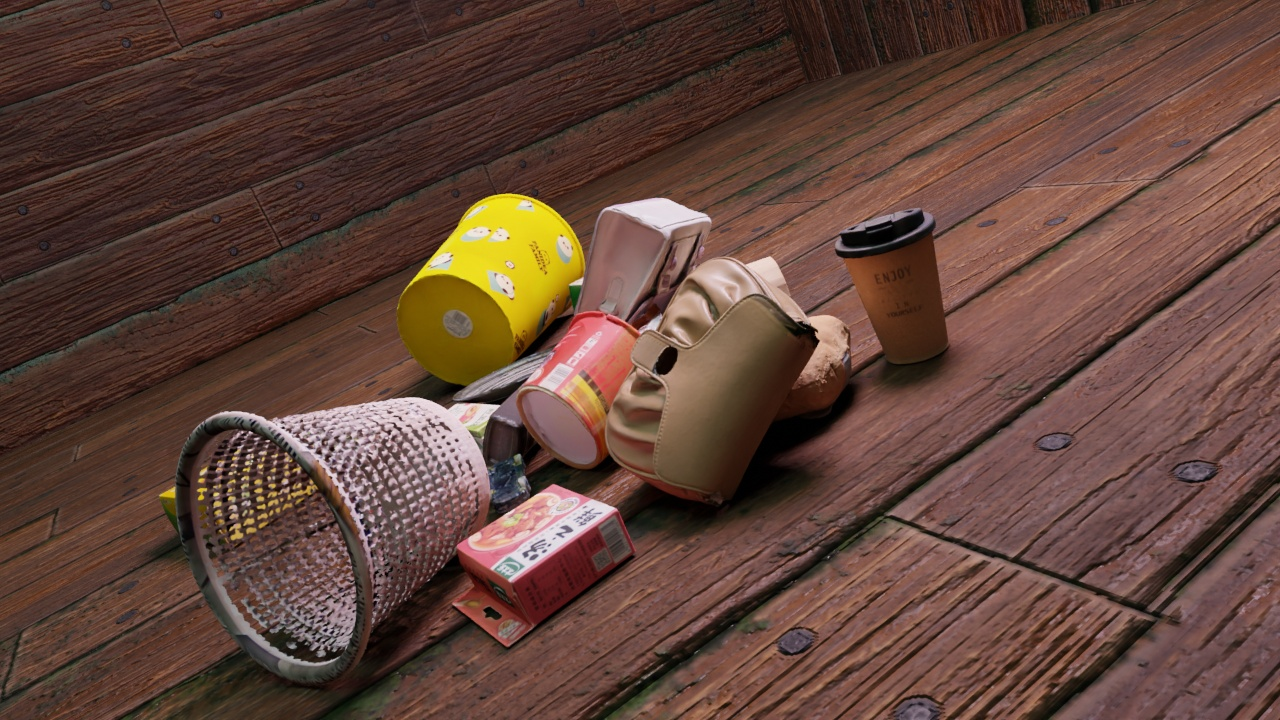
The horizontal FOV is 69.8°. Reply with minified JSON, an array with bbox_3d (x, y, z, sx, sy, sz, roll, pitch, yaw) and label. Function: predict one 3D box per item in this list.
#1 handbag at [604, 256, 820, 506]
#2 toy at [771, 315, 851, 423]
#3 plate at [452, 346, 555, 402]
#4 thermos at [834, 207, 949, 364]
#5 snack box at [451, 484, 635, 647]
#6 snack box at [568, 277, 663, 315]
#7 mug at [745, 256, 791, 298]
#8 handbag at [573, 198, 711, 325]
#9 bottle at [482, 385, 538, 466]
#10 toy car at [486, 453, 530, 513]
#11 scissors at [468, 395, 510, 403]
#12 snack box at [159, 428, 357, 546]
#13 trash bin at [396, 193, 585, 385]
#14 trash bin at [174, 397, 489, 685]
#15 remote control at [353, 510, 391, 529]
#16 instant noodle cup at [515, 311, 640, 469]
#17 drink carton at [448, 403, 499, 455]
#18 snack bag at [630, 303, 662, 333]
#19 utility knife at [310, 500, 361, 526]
[{"bbox_3d":[0.054,0.016,0.775,0.148,0.099,0.204,33,95,50],"label":"handbag"},{"bbox_3d":[0.097,0.019,0.890,0.227,0.082,0.143,-12,19,41],"label":"toy"},{"bbox_3d":[-0.155,0.022,1.181,0.179,0.024,0.179,-22,10,4],"label":"plate"},{"bbox_3d":[0.242,-0.073,0.863,0.093,0.143,0.093,-19,18,6],"label":"thermos"},{"bbox_3d":[-0.087,0.159,0.739,0.126,0.044,0.113,-32,20,-27],"label":"snack box"},{"bbox_3d":[-0.033,-0.075,1.256,0.118,0.105,0.118,-30,19,-28],"label":"snack box"},{"bbox_3d":[0.121,-0.066,1.118,0.103,0.084,0.125,-21,-9,-1],"label":"mug"},{"bbox_3d":[0.007,-0.111,1.093,0.098,0.145,0.196,28,21,12],"label":"handbag"},{"bbox_3d":[-0.114,0.051,1.034,0.044,0.080,0.194,19,28,11],"label":"bottle"},{"bbox_3d":[-0.130,0.124,0.909,0.043,0.034,0.090,-21,20,-6],"label":"toy car"},{"bbox_3d":[-0.136,0.038,1.196,0.189,0.015,0.226,-24,18,-5],"label":"scissors"},{"bbox_3d":[-0.491,0.151,1.196,0.158,0.070,0.209,-5,25,43],"label":"snack box"},{"bbox_3d":[-0.233,-0.103,1.409,0.230,0.230,0.254,-14,25,24],"label":"trash bin"},{"bbox_3d":[-0.244,0.127,0.786,0.228,0.227,0.191,-10,9,34],"label":"trash bin"},{"bbox_3d":[-0.252,0.160,0.971,0.136,0.020,0.055,-6,25,40],"label":"remote control"},{"bbox_3d":[-0.053,0.035,0.928,0.138,0.138,0.108,-1,35,48],"label":"instant noodle cup"},{"bbox_3d":[-0.194,0.083,1.085,0.053,0.045,0.123,-41,24,-32],"label":"drink carton"},{"bbox_3d":[0.033,-0.010,1.009,0.045,0.105,0.026,-41,5,-17],"label":"snack bag"},{"bbox_3d":[-0.298,0.152,1.050,0.187,0.018,0.034,-25,6,-6],"label":"utility knife"}]
